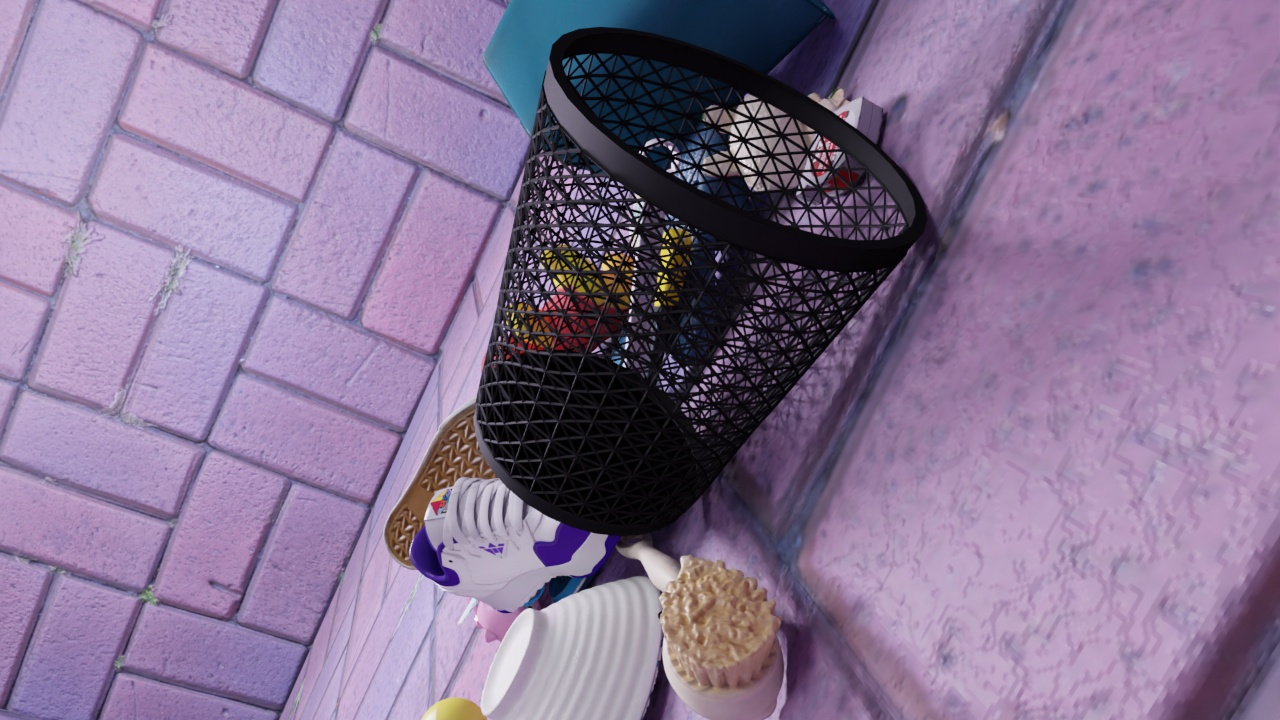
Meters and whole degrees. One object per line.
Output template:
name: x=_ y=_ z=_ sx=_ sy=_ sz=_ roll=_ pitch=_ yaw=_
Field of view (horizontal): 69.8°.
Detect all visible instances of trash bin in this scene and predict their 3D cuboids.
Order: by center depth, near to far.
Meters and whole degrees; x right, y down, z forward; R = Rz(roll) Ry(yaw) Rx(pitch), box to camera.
trash bin: x=0.010 y=-0.034 z=0.557 sx=0.216 sy=0.217 sz=0.244 roll=-90 pitch=22 yaw=-53
trash bin: x=0.001 y=-0.283 z=0.771 sx=0.219 sy=0.198 sz=0.196 roll=-46 pitch=57 yaw=27

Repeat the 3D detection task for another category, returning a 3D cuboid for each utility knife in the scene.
utility knife: x=0.013 y=-0.023 z=0.724 sx=0.028 sy=0.020 sz=0.174 roll=-114 pitch=31 yaw=-51

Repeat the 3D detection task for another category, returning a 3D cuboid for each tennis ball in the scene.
tennis ball: x=-0.170 y=0.341 z=0.835 sx=0.065 sy=0.065 sz=0.065 roll=-56 pitch=20 yaw=32

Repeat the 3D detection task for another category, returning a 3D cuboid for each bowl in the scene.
bowl: x=-0.060 y=0.216 z=0.619 sx=0.178 sy=0.071 sz=0.177 roll=-56 pitch=14 yaw=22

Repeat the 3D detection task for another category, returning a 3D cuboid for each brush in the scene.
brush: x=0.019 y=0.134 z=0.552 sx=0.272 sy=0.062 sz=0.077 roll=-164 pitch=69 yaw=-77

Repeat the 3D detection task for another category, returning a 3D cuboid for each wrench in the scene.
wrench: x=0.000 y=-0.028 z=0.685 sx=0.009 sy=0.047 sz=0.274 roll=-123 pitch=35 yaw=-58

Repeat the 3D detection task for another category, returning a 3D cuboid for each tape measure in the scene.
tape measure: x=0.134 y=-0.138 z=0.608 sx=0.062 sy=0.020 sz=0.060 roll=-17 pitch=52 yaw=68

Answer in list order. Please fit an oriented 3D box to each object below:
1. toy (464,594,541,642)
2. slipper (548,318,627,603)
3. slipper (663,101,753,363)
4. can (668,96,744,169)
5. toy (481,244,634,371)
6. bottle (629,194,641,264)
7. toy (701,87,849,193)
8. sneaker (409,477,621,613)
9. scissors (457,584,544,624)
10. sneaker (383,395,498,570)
toy: x=-0.134 y=0.215 z=0.893 sx=0.124 sy=0.067 sz=0.157 roll=-56 pitch=24 yaw=36
slipper: x=-0.042 y=0.068 z=0.816 sx=0.118 sy=0.060 sz=0.294 roll=-36 pitch=35 yaw=54
slipper: x=0.053 y=-0.101 z=0.746 sx=0.104 sy=0.059 sz=0.213 roll=168 pitch=108 yaw=-72
can: x=0.052 y=-0.226 z=0.880 sx=0.100 sy=0.054 sz=0.058 roll=-30 pitch=33 yaw=29
toy: x=-0.084 y=-0.018 z=0.956 sx=0.217 sy=0.147 sz=0.098 roll=-55 pitch=48 yaw=29
bottle: x=0.020 y=-0.145 z=0.905 sx=0.057 sy=0.056 sz=0.161 roll=-51 pitch=23 yaw=42
toy: x=0.099 y=-0.166 z=0.682 sx=0.050 sy=0.112 sz=0.087 roll=58 pitch=-156 yaw=-66
sneaker: x=-0.101 y=0.121 z=0.705 sx=0.245 sy=0.111 sz=0.091 roll=-41 pitch=32 yaw=45
scissors: x=-0.126 y=0.184 z=0.839 sx=0.128 sy=0.014 sz=0.132 roll=-2 pitch=50 yaw=38
sneaker: x=-0.161 y=0.107 z=0.881 sx=0.236 sy=0.087 sz=0.079 roll=-48 pitch=-11 yaw=26
